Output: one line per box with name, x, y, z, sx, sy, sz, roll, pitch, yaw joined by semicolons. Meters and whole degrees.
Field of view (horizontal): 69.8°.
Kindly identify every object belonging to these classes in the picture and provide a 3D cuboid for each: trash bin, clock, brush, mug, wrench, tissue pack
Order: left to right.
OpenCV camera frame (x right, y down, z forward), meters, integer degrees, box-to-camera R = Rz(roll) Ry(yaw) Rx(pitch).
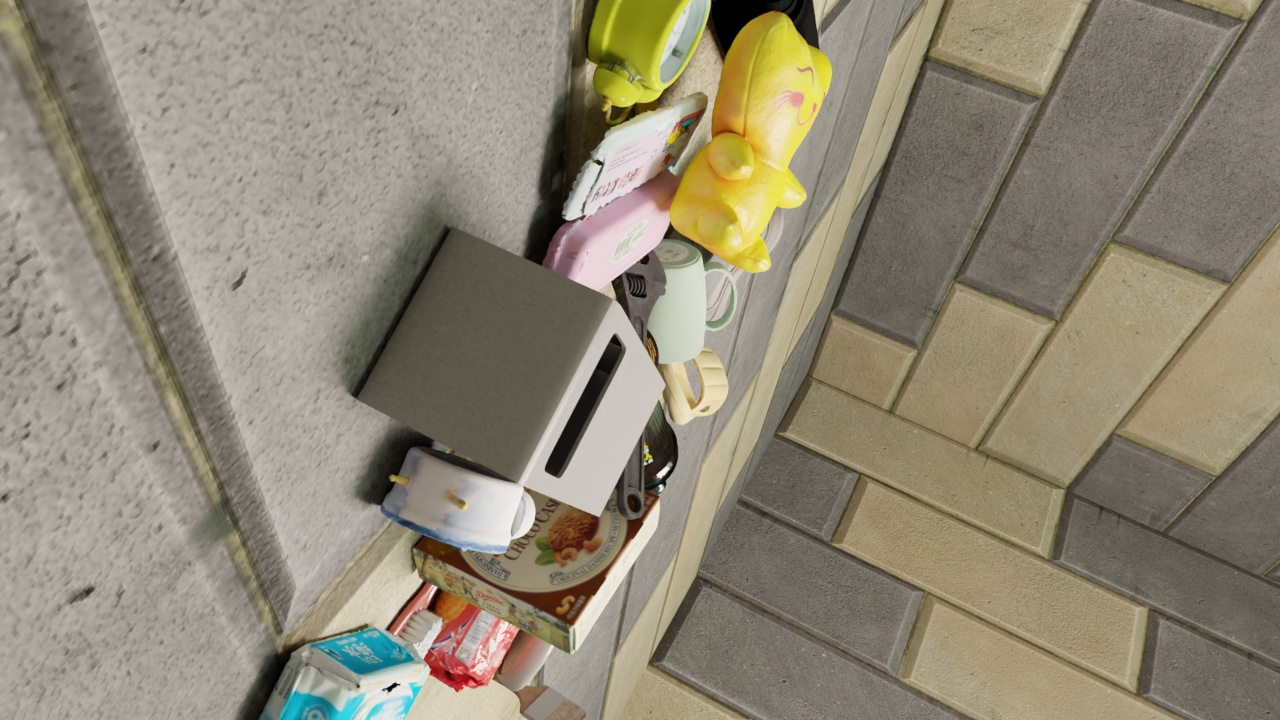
tissue pack;-0.203;0.240;0.628;0.093;0.062;0.144;-65;166;-4
brush;-0.173;0.204;0.746;0.172;0.030;0.041;-59;165;-25
clock;-0.122;0.096;0.631;0.125;0.089;0.052;37;72;-75
brush;-0.121;0.312;0.883;0.045;0.143;0.008;-27;139;-55
trash bin;-0.072;0.021;0.625;0.114;0.114;0.229;-63;166;-9
wrench;-0.005;0.005;0.782;0.073;0.018;0.272;30;50;-40
clock;0.000;-0.214;0.614;0.119;0.057;0.083;-64;170;25
mug;0.041;-0.062;0.915;0.084;0.111;0.104;-102;-168;-55

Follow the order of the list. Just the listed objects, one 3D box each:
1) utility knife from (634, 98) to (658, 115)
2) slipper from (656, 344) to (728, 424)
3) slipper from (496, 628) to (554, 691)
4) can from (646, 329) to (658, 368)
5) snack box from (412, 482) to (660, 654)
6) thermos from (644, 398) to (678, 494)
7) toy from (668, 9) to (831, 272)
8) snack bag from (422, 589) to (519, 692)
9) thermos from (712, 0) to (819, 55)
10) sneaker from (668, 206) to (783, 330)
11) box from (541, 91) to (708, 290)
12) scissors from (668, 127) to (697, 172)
utility knife;0.006;-0.201;0.731;0.159;0.017;0.030;81;32;-72
slipper;0.059;0.016;1.097;0.079;0.111;0.261;-22;172;2
slipper;-0.110;0.212;0.926;0.113;0.080;0.265;-49;-171;26
can;-0.036;0.009;0.823;0.128;0.072;0.072;-37;149;-61
snack box;-0.080;0.140;0.734;0.142;0.147;0.041;-51;154;-42
thermos;-0.012;0.070;0.993;0.098;0.098;0.221;-60;160;-21
toy;0.090;-0.176;0.757;0.134;0.087;0.194;5;106;-59
snack bag;-0.127;0.201;0.799;0.176;0.082;0.082;-60;165;-18
thermos;0.116;-0.297;0.829;0.086;0.086;0.198;-66;166;3
sneaker;0.059;-0.106;0.986;0.237;0.089;0.099;126;-38;-52
box;-0.009;-0.128;0.716;0.200;0.037;0.153;-45;165;-55
scissors;0.020;-0.175;0.848;0.140;0.013;0.117;-65;167;5
